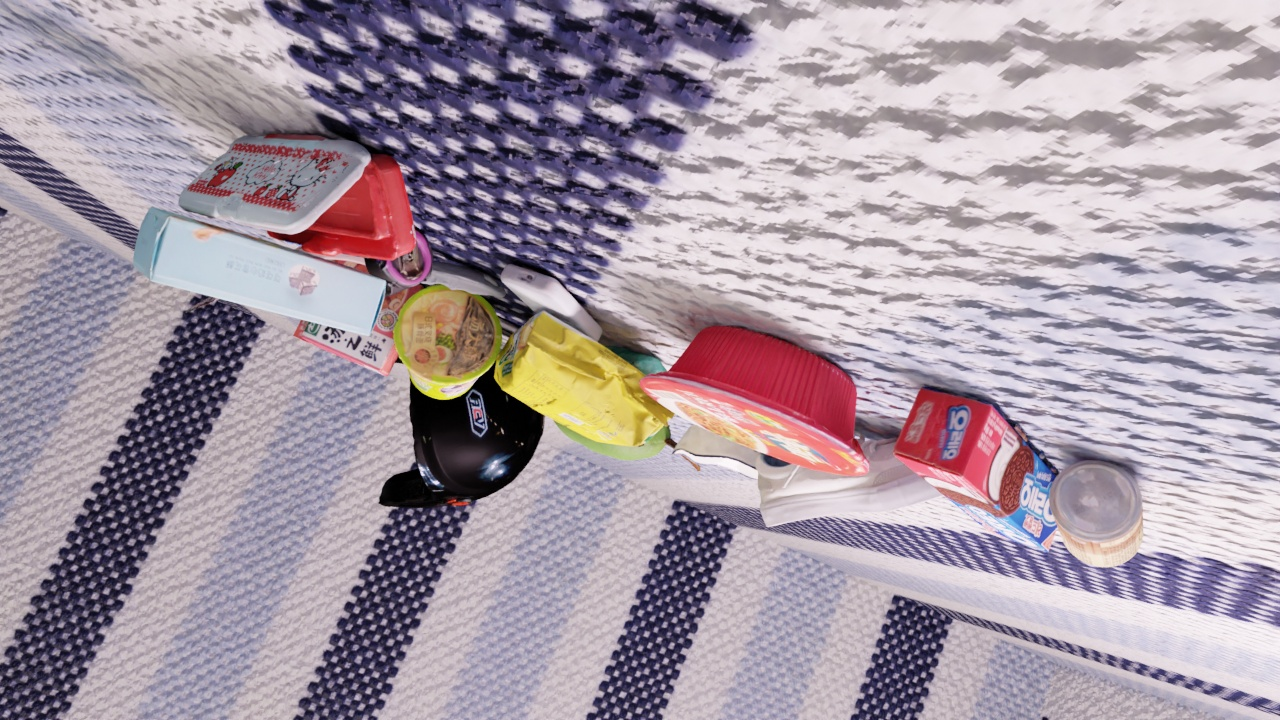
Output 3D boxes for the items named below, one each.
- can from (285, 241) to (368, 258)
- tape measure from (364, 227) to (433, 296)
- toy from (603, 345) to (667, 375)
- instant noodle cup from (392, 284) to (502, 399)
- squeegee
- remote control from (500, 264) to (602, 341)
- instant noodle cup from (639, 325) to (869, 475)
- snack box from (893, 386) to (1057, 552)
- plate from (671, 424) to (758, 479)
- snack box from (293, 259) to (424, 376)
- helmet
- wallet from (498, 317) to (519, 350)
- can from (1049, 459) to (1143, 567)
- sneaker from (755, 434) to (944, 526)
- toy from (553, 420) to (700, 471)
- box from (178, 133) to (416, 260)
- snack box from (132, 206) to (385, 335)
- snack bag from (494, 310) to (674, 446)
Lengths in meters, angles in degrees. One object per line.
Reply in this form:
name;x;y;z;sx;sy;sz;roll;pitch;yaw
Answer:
can;-0.271;-0.122;0.796;0.135;0.053;0.053;14;166;41
tape measure;-0.212;-0.091;0.811;0.039;0.058;0.056;6;-155;43
toy;-0.006;0.006;0.944;0.092;0.030;0.096;21;178;39
instant noodle cup;-0.216;-0.009;1.014;0.111;0.111;0.124;24;158;-6
squeegee;-0.250;-0.089;0.877;0.250;0.040;0.247;6;-158;5
remote control;-0.078;-0.050;0.832;0.056;0.020;0.136;19;169;22
instant noodle cup;0.097;0.027;0.729;0.194;0.065;0.194;21;169;4
snack box;0.265;0.086;0.693;0.057;0.058;0.207;17;168;44
plate;0.141;0.113;1.054;0.205;0.045;0.205;14;171;2
snack box;-0.333;-0.058;1.077;0.127;0.113;0.044;23;171;2
helmet;-0.238;0.070;1.205;0.230;0.233;0.275;-6;180;-13
wallet;-0.195;-0.038;1.100;0.129;0.037;0.107;24;170;-9
can;0.338;0.115;0.677;0.059;0.058;0.116;16;167;33
sneaker;0.202;0.096;0.852;0.089;0.090;0.243;-6;171;-41
toy;-0.037;0.083;1.227;0.226;0.090;0.247;19;179;-43
box;-0.264;-0.118;0.674;0.202;0.095;0.098;14;-150;42
snack box;-0.297;-0.068;0.722;0.174;0.051;0.074;16;-178;-40
snack bag;-0.063;0.027;0.913;0.158;0.068;0.247;31;169;-10
